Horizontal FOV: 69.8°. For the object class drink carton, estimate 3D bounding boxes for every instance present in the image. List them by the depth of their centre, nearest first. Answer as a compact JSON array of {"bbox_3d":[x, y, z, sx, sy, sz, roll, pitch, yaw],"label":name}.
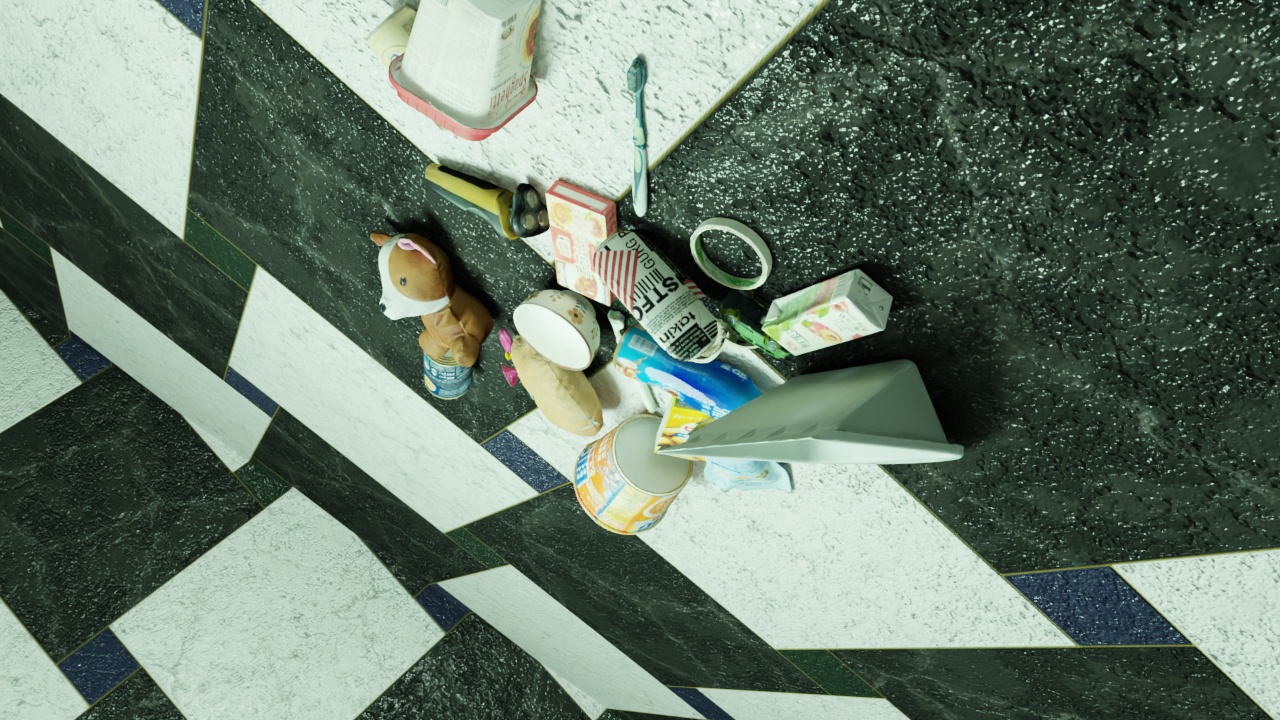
[{"bbox_3d":[0.179,-0.046,0.888,0.053,0.045,0.123,35,153,-21],"label":"drink carton"}]

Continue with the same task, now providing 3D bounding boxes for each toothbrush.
[{"bbox_3d":[-0.003,-0.203,0.871,0.016,0.018,0.192,24,148,17],"label":"toothbrush"},{"bbox_3d":[-0.007,0.007,1.177,0.029,0.020,0.190,50,167,43],"label":"toothbrush"}]

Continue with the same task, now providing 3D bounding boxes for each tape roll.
[{"bbox_3d":[0.091,-0.107,0.921,0.086,0.013,0.086,25,149,16],"label":"tape roll"}]

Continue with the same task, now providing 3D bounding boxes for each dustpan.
[{"bbox_3d":[0.196,0.094,0.931,0.223,0.257,0.142,-12,103,52],"label":"dustpan"}]

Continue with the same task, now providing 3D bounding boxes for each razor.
[{"bbox_3d":[-0.177,-0.187,1.043,0.167,0.062,0.068,27,120,24],"label":"razor"}]

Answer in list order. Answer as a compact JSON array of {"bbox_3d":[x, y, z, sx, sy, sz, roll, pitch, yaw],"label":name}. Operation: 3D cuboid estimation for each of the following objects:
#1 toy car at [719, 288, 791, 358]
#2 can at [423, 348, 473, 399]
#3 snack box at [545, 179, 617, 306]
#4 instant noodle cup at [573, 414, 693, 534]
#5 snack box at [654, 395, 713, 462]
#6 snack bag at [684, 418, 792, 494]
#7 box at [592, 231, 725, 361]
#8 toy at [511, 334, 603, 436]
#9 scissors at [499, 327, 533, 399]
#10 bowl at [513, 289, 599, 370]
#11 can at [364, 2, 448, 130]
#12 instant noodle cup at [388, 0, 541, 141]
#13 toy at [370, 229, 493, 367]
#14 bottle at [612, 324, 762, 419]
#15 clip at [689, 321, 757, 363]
[{"bbox_3d":[0.124,-0.038,0.957,0.091,0.043,0.036,36,150,-1],"label":"toy car"},{"bbox_3d":[-0.291,0.001,1.393,0.075,0.075,0.111,31,150,6],"label":"can"},{"bbox_3d":[-0.063,-0.129,1.029,0.075,0.025,0.153,24,149,17],"label":"snack box"},{"bbox_3d":[-0.004,0.150,1.263,0.151,0.151,0.112,36,142,-3],"label":"instant noodle cup"},{"bbox_3d":[0.072,0.085,1.169,0.087,0.033,0.141,11,147,-4],"label":"snack box"},{"bbox_3d":[0.127,0.128,1.164,0.110,0.038,0.191,-10,149,12],"label":"snack bag"},{"bbox_3d":[0.025,-0.067,0.974,0.163,0.076,0.088,47,-177,18],"label":"box"},{"bbox_3d":[-0.102,0.053,1.277,0.143,0.082,0.226,47,167,46],"label":"toy"},{"bbox_3d":[-0.173,0.018,1.294,0.017,0.113,0.134,-14,133,6],"label":"scissors"},{"bbox_3d":[-0.095,-0.048,1.142,0.113,0.062,0.114,24,147,16],"label":"bowl"},{"bbox_3d":[-0.214,-0.291,0.914,0.059,0.058,0.116,-9,128,51],"label":"can"},{"bbox_3d":[-0.149,-0.283,0.820,0.116,0.116,0.124,33,139,3],"label":"instant noodle cup"},{"bbox_3d":[-0.289,-0.086,1.233,0.140,0.130,0.200,11,133,45],"label":"toy"},{"bbox_3d":[0.075,0.027,1.078,0.219,0.065,0.065,25,149,14],"label":"bottle"},{"bbox_3d":[0.090,-0.026,1.024,0.100,0.034,0.072,-21,119,46],"label":"clip"}]
